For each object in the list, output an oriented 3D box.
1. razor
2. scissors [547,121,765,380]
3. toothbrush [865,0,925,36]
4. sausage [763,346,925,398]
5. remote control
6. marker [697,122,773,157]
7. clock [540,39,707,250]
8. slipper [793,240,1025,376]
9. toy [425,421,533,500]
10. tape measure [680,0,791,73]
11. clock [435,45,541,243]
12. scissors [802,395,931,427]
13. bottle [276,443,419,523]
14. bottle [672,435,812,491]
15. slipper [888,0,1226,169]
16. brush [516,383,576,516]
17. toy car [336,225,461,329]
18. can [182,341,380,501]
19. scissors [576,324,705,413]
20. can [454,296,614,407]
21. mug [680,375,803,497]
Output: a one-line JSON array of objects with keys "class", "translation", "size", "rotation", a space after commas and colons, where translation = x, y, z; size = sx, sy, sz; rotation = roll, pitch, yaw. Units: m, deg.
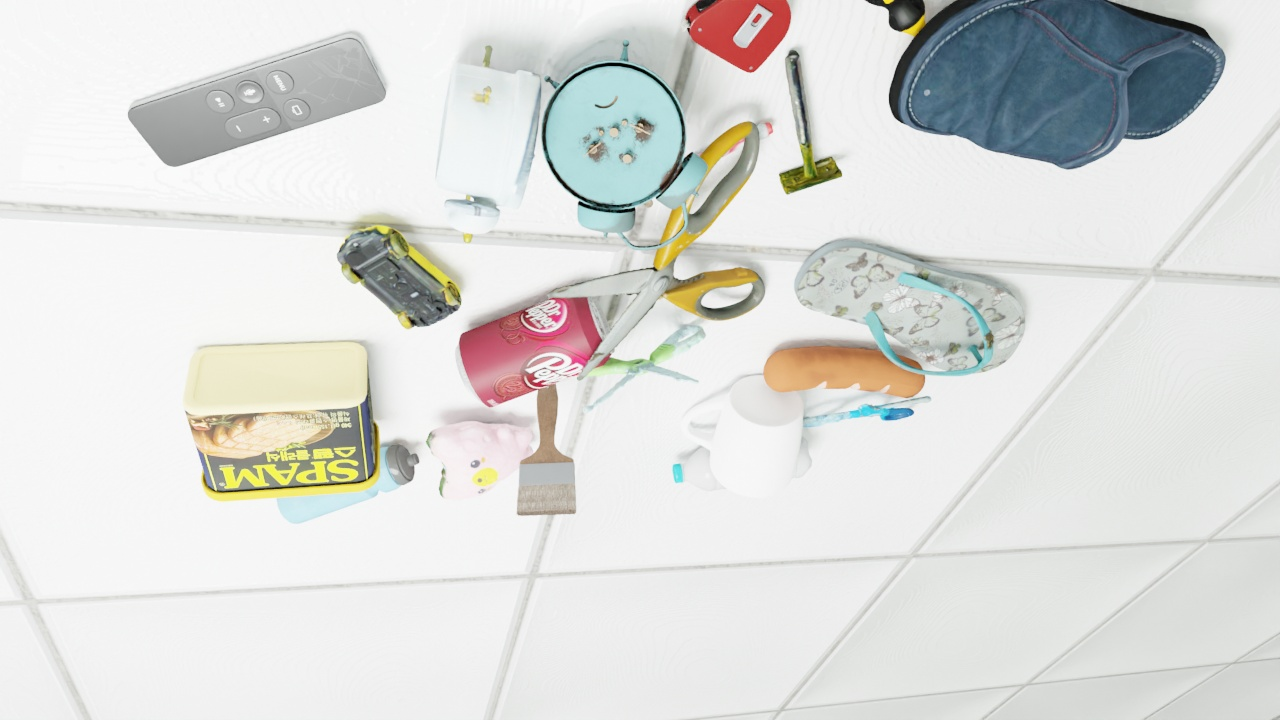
[{"class": "razor", "translation": [0.111, -0.164, 0.629], "size": [0.042, 0.026, 0.106], "rotation": [-16, 136, 6]}, {"class": "scissors", "translation": [0.034, -0.067, 0.675], "size": [0.229, 0.016, 0.226], "rotation": [13, 120, -52]}, {"class": "toothbrush", "translation": [0.166, -0.219, 0.576], "size": [0.031, 0.031, 0.196], "rotation": [-34, 141, 26]}, {"class": "sausage", "translation": [0.189, 0.010, 0.834], "size": [0.164, 0.039, 0.044], "rotation": [3, 119, -21]}, {"class": "remote control", "translation": [-0.228, -0.155, 0.550], "size": [0.147, 0.008, 0.045], "rotation": [-17, 140, 3]}, {"class": "marker", "translation": [0.027, -0.133, 0.645], "size": [0.142, 0.012, 0.013], "rotation": [-23, 139, 10]}, {"class": "clock", "translation": [-0.009, -0.129, 0.576], "size": [0.090, 0.053, 0.124], "rotation": [-20, 111, 11]}, {"class": "slipper", "translation": [0.251, -0.036, 0.792], "size": [0.268, 0.054, 0.098], "rotation": [20, 127, -31]}, {"class": "toy", "translation": [-0.141, 0.086, 0.821], "size": [0.093, 0.050, 0.103], "rotation": [-10, 143, -13]}, {"class": "tape measure", "translation": [0.062, -0.209, 0.562], "size": [0.059, 0.019, 0.052], "rotation": [18, 131, -32]}, {"class": "clock", "translation": [-0.095, -0.126, 0.565], "size": [0.057, 0.083, 0.118], "rotation": [8, 132, -16]}, {"class": "scissors", "translation": [0.225, 0.051, 0.887], "size": [0.140, 0.011, 0.134], "rotation": [7, 161, -44]}, {"class": "bottle", "translation": [-0.258, 0.108, 0.820], "size": [0.130, 0.040, 0.040], "rotation": [-20, 140, 7]}, {"class": "bottle", "translation": [0.100, 0.103, 0.914], "size": [0.136, 0.044, 0.044], "rotation": [-7, 139, -8]}, {"class": "slipper", "translation": [0.296, -0.177, 0.608], "size": [0.265, 0.083, 0.109], "rotation": [-1, 136, -21]}, {"class": "brush", "translation": [-0.074, 0.063, 0.741], "size": [0.045, 0.142, 0.008], "rotation": [-1, 138, -2]}, {"class": "toy car", "translation": [-0.172, -0.060, 0.658], "size": [0.049, 0.030, 0.107], "rotation": [-24, 141, 14]}, {"class": "can", "translation": [-0.277, 0.046, 0.718], "size": [0.135, 0.075, 0.105], "rotation": [-2, 136, -14]}, {"class": "scissors", "translation": [0.004, 0.002, 0.714], "size": [0.165, 0.172, 0.024], "rotation": [-19, 106, -28]}, {"class": "can", "translation": [-0.082, -0.010, 0.716], "size": [0.114, 0.063, 0.063], "rotation": [-21, 139, 8]}, {"class": "mug", "translation": [0.094, 0.063, 0.852], "size": [0.114, 0.080, 0.088], "rotation": [16, 133, 12]}]
